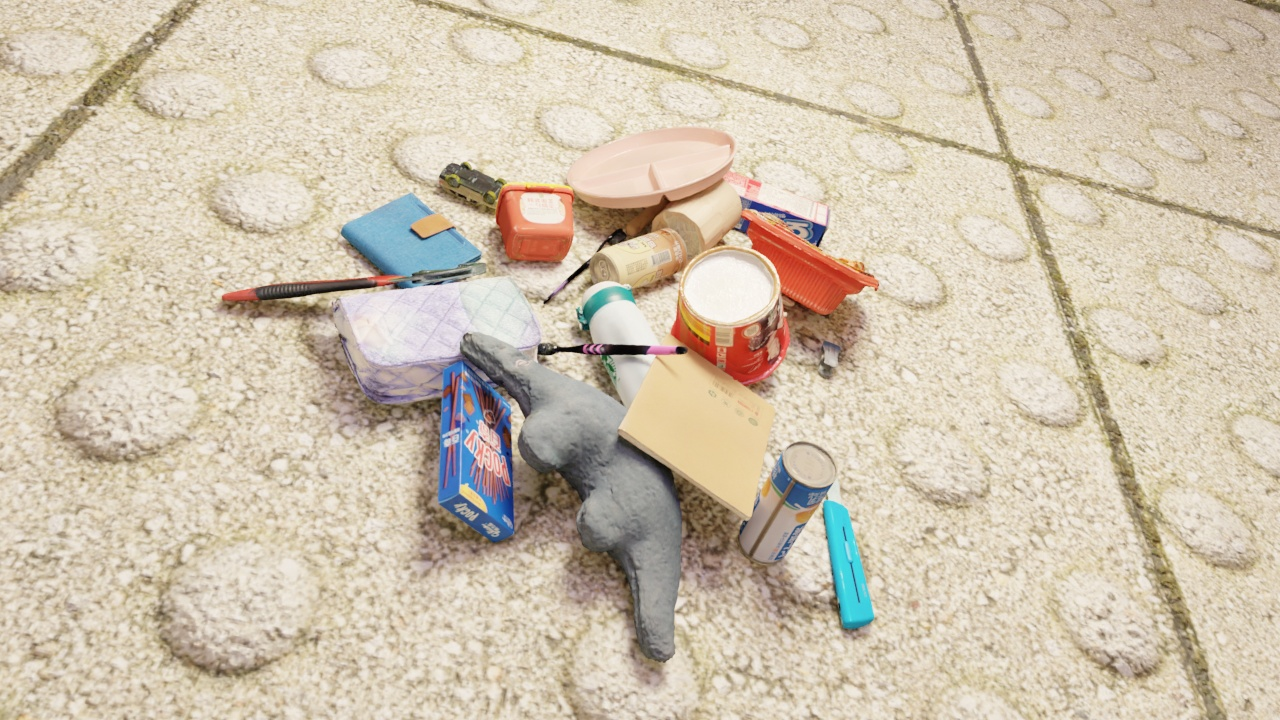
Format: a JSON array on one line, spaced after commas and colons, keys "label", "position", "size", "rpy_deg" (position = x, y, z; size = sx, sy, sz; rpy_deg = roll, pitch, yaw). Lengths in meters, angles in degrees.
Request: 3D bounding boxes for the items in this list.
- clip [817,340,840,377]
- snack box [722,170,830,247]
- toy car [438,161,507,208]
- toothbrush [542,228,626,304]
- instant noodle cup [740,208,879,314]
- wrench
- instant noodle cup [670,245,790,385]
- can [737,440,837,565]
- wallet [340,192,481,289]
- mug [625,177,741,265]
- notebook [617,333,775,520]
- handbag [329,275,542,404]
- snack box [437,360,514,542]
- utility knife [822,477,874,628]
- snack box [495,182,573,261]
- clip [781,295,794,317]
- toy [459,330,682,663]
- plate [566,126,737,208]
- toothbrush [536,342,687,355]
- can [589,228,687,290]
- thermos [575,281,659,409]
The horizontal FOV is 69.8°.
[{"label": "clip", "position": [0.230, -0.004, 1.119], "size": [0.025, 0.031, 0.057], "rpy_deg": [24, 40, 2]}, {"label": "snack box", "position": [0.155, -0.211, 1.267], "size": [0.207, 0.057, 0.058], "rpy_deg": [19, 42, 0]}, {"label": "toy car", "position": [-0.209, -0.219, 1.164], "size": [0.090, 0.035, 0.042], "rpy_deg": [23, 46, 3]}, {"label": "toothbrush", "position": [-0.066, -0.116, 1.130], "size": [0.017, 0.014, 0.188], "rpy_deg": [39, 46, 2]}, {"label": "instant noodle cup", "position": [0.204, -0.116, 1.143], "size": [0.189, 0.079, 0.164], "rpy_deg": [30, 11, 13]}, {"label": "wrench", "position": [-0.300, -0.083, 0.975], "size": [0.273, 0.016, 0.056], "rpy_deg": [-8, 12, -13]}, {"label": "instant noodle cup", "position": [0.102, -0.054, 1.027], "size": [0.138, 0.109, 0.137], "rpy_deg": [-3, 60, 4]}, {"label": "can", "position": [0.136, 0.137, 0.867], "size": [0.053, 0.135, 0.053], "rpy_deg": [10, 44, -10]}, {"label": "wallet", "position": [-0.263, -0.134, 1.063], "size": [0.133, 0.040, 0.106], "rpy_deg": [40, 52, 19]}, {"label": "mug", "position": [0.055, -0.186, 1.200], "size": [0.125, 0.084, 0.103], "rpy_deg": [13, 40, 29]}, {"label": "notebook", "position": [0.064, 0.058, 0.918], "size": [0.148, 0.008, 0.207], "rpy_deg": [35, 30, -4]}, {"label": "handbag", "position": [-0.208, -0.024, 0.949], "size": [0.193, 0.076, 0.134], "rpy_deg": [-9, 47, -28]}, {"label": "snack box", "position": [-0.153, 0.083, 0.860], "size": [0.026, 0.084, 0.157], "rpy_deg": [-24, 46, 16]}, {"label": "utility knife", "position": [0.204, 0.181, 0.933], "size": [0.034, 0.018, 0.198], "rpy_deg": [9, 44, -10]}, {"label": "snack box", "position": [-0.126, -0.167, 1.113], "size": [0.091, 0.082, 0.080], "rpy_deg": [0, 58, -19]}, {"label": "clip", "position": [0.141, -0.049, 1.131], "size": [0.103, 0.093, 0.034], "rpy_deg": [0, 35, 33]}, {"label": "toy", "position": [-0.042, 0.102, 0.860], "size": [0.137, 0.092, 0.356], "rpy_deg": [-23, 71, -41]}, {"label": "plate", "position": [0.016, -0.257, 1.220], "size": [0.229, 0.028, 0.229], "rpy_deg": [-10, 33, 6]}, {"label": "toothbrush", "position": [-0.039, -0.012, 0.971], "size": [0.189, 0.017, 0.014], "rpy_deg": [1, 81, 26]}, {"label": "can", "position": [-0.001, -0.121, 1.123], "size": [0.116, 0.059, 0.058], "rpy_deg": [-24, 59, -35]}, {"label": "thermos", "position": [-0.006, 0.006, 0.996], "size": [0.073, 0.073, 0.224], "rpy_deg": [-8, 50, -25]}]
